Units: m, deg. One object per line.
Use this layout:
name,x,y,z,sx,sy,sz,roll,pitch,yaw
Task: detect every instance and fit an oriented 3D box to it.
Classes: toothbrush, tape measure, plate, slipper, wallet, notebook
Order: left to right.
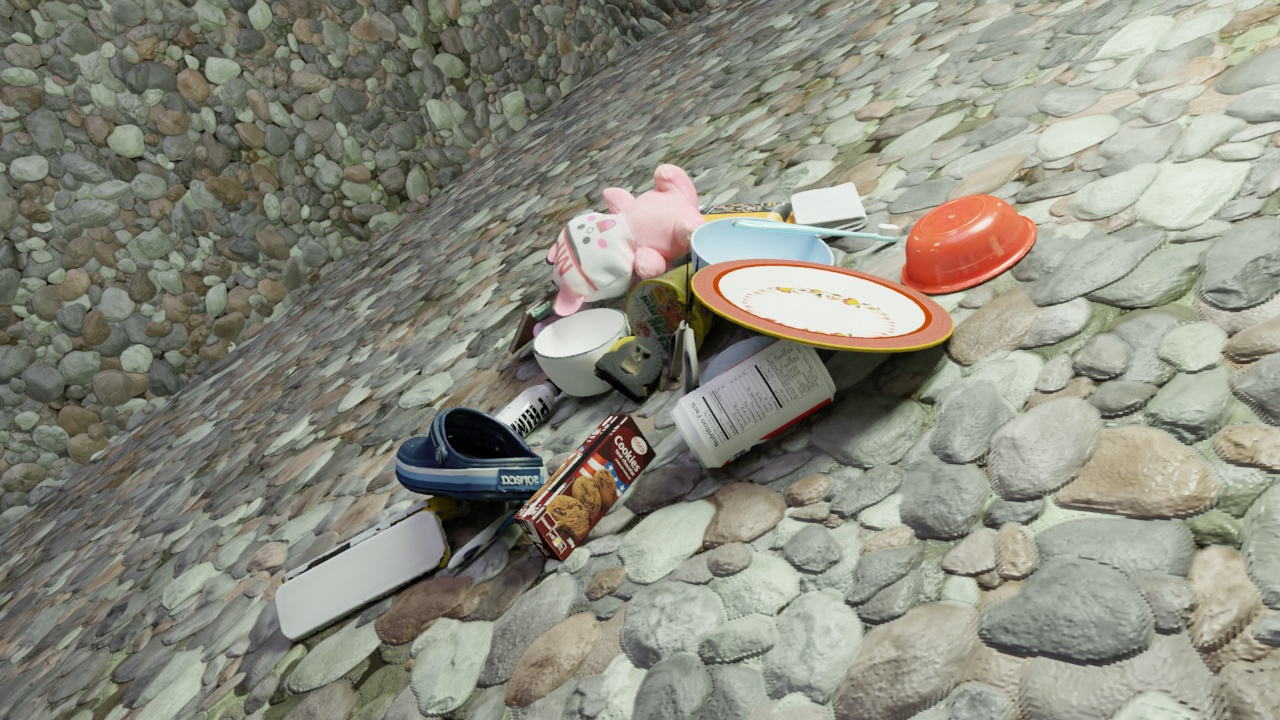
slipper,-0.170,0.094,0.938,0.105,0.095,0.253,-1,0,-33
toothbrush,-0.117,0.149,0.919,0.188,0.016,0.017,-39,34,-16
notebook,-0.094,-0.096,1.280,0.208,0.008,0.142,-40,-5,-26
tape measure,-0.006,0.006,0.997,0.062,0.067,0.038,-48,-15,-20
toothbrush,0.187,-0.141,0.983,0.180,0.017,0.016,3,31,-1
plate,0.158,-0.046,0.813,0.230,0.021,0.229,6,23,-3
wallet,0.227,-0.178,1.110,0.086,0.032,0.116,-10,27,14

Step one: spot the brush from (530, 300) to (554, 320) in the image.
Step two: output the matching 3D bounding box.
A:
brush,-0.112,-0.066,1.238,0.033,0.012,0.217,-30,-2,6

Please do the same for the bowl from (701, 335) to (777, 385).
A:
bowl,0.101,0.011,0.882,0.106,0.039,0.106,-27,24,13

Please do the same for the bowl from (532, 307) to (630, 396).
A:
bowl,-0.062,-0.007,1.070,0.116,0.066,0.116,-14,28,7

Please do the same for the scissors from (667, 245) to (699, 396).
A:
scissors,0.046,-0.027,0.937,0.012,0.157,0.169,-2,-23,-11

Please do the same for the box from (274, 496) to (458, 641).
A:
box,-0.285,0.223,0.980,0.210,0.080,0.084,-27,-17,10

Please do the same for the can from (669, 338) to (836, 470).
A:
can,0.097,0.036,0.798,0.132,0.070,0.070,-31,23,3

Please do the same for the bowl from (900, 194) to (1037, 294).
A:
bowl,0.304,-0.119,0.875,0.131,0.045,0.130,-27,24,13

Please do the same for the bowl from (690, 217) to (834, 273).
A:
bowl,0.123,-0.087,0.975,0.150,0.075,0.150,5,34,-3

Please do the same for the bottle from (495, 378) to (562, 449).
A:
bottle,-0.137,0.062,1.083,0.115,0.041,0.041,-44,25,-24

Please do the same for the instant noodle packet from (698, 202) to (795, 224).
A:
instant noodle packet,0.094,-0.172,1.182,0.221,0.032,0.159,1,27,22

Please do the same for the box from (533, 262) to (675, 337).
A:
box,-0.034,-0.055,1.194,0.201,0.103,0.101,-31,63,4

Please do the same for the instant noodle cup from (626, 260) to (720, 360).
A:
instant noodle cup,0.053,-0.065,1.037,0.102,0.102,0.108,-10,21,42

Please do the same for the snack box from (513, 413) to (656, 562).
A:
snack box,-0.049,0.115,0.852,0.032,0.051,0.140,-1,39,51

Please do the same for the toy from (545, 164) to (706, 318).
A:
toy,-0.021,-0.138,1.102,0.213,0.084,0.141,-28,56,14
